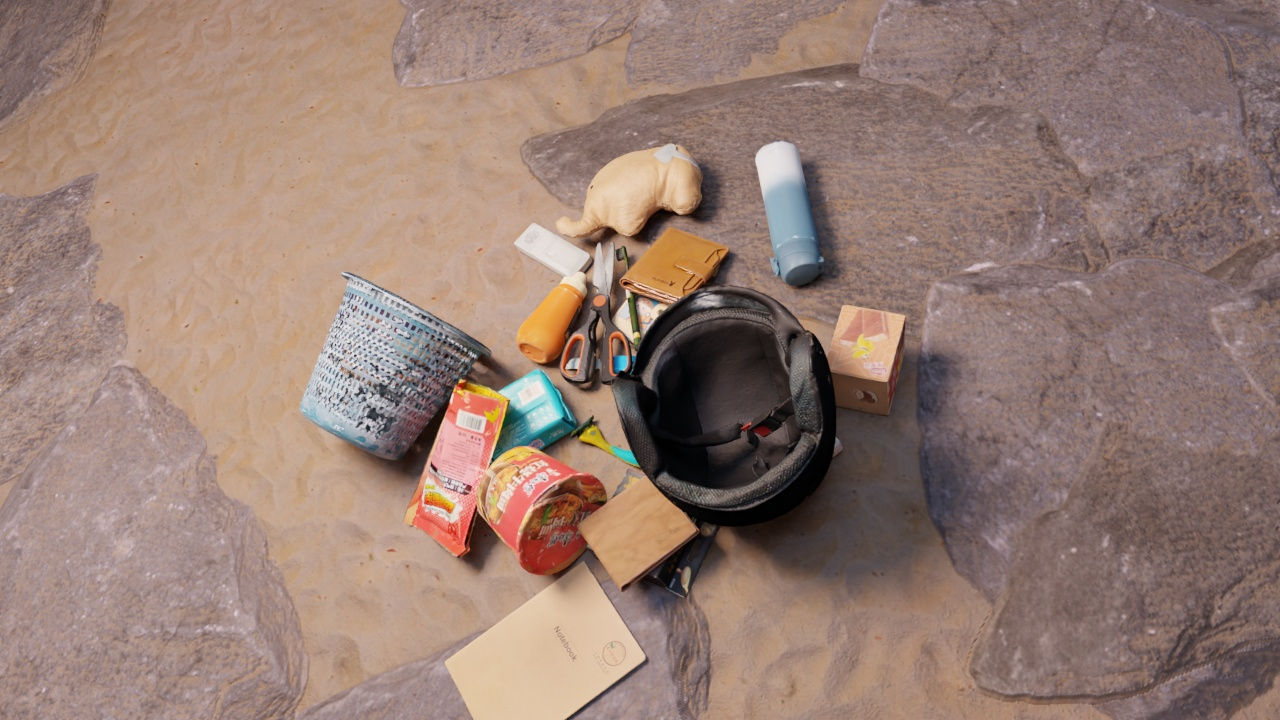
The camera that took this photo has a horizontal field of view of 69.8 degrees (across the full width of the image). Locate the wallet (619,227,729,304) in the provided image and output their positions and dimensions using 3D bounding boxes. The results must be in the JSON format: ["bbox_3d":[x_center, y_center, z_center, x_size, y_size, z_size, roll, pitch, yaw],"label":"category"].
[{"bbox_3d":[0.050,-0.131,1.283,0.108,0.031,0.131,22,52,25],"label":"wallet"}]

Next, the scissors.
[{"bbox_3d":[-0.042,-0.066,1.275,0.161,0.022,0.233,21,71,23],"label":"scissors"}]

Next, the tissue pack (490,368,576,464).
[{"bbox_3d":[-0.162,0.081,1.229,0.133,0.050,0.093,-30,59,-1],"label":"tissue pack"}]

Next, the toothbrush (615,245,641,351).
[{"bbox_3d":[-0.017,-0.089,1.283,0.017,0.012,0.185,-17,55,11],"label":"toothbrush"}]

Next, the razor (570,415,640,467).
[{"bbox_3d":[-0.027,0.113,1.185,0.133,0.028,0.043,22,38,28],"label":"razor"}]

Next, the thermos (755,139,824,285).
[{"bbox_3d":[0.206,-0.205,1.279,0.070,0.070,0.220,-10,59,10],"label":"thermos"}]

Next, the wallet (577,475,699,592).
[{"bbox_3d":[-0.004,0.199,1.079,0.115,0.020,0.101,-37,56,-7],"label":"wallet"}]

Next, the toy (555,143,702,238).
[{"bbox_3d":[-0.019,-0.245,1.358,0.226,0.082,0.143,-20,49,7],"label":"toy"}]

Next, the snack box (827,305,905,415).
[{"bbox_3d":[0.276,0.000,1.124,0.077,0.093,0.094,12,64,21],"label":"snack box"}]

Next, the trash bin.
[{"bbox_3d":[-0.346,0.018,1.240,0.227,0.226,0.195,25,83,27],"label":"trash bin"}]

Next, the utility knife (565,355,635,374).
[{"bbox_3d":[-0.007,0.007,1.247,0.203,0.018,0.034,1,62,18],"label":"utility knife"}]

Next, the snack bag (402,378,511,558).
[{"bbox_3d":[-0.233,0.134,1.175,0.129,0.073,0.208,19,92,41],"label":"snack bag"}]

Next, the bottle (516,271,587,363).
[{"bbox_3d":[-0.117,-0.067,1.298,0.067,0.067,0.149,16,59,24],"label":"bottle"}]

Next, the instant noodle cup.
[{"bbox_3d":[-0.126,0.177,1.123,0.109,0.138,0.137,30,72,38],"label":"instant noodle cup"}]

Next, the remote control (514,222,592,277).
[{"bbox_3d":[-0.131,-0.164,1.377,0.125,0.024,0.049,31,73,29],"label":"remote control"}]

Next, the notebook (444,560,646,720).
[{"bbox_3d":[-0.115,0.354,1.084,0.207,0.008,0.148,-35,58,-5],"label":"notebook"}]

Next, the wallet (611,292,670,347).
[{"bbox_3d":[0.015,-0.069,1.282,0.087,0.024,0.115,28,70,33],"label":"wallet"}]

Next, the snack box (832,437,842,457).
[{"bbox_3d":[0.169,0.077,1.146,0.084,0.027,0.156,-39,57,0],"label":"snack box"}]

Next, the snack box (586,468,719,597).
[{"bbox_3d":[0.017,0.206,1.110,0.126,0.053,0.113,16,67,29],"label":"snack box"}]

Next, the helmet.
[{"bbox_3d":[0.102,0.057,1.034,0.234,0.230,0.274,-12,54,10],"label":"helmet"}]
